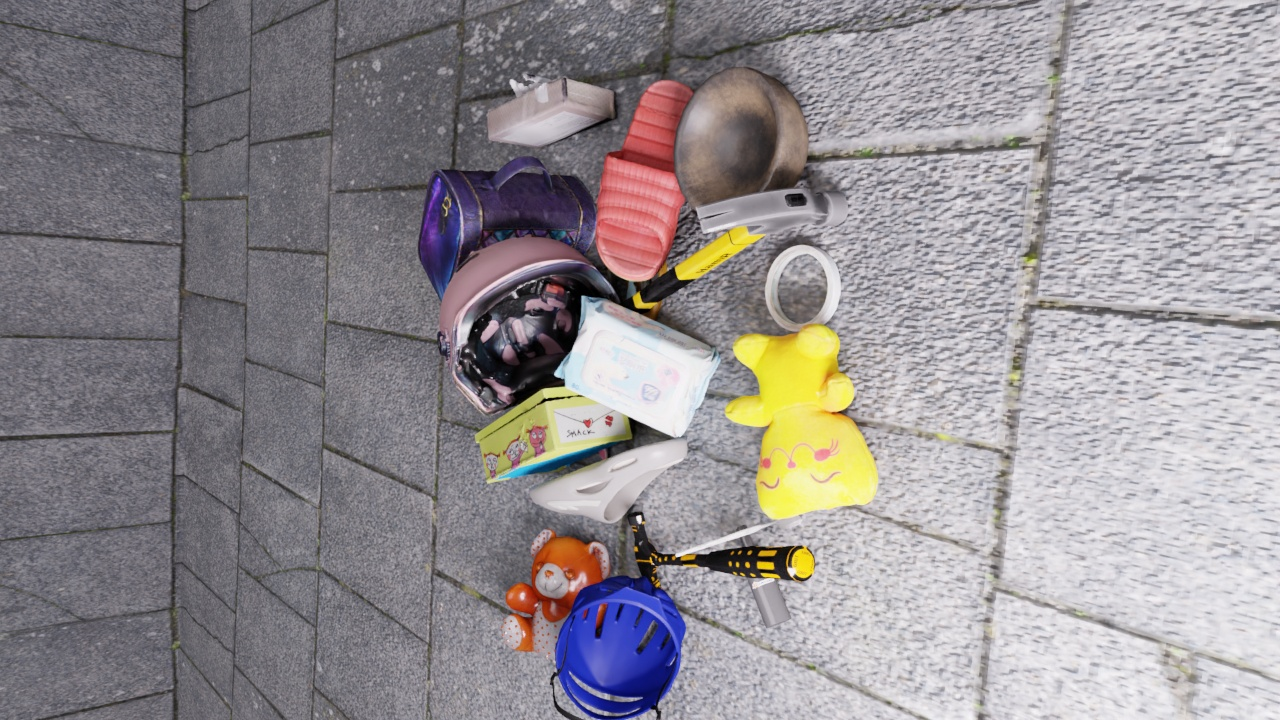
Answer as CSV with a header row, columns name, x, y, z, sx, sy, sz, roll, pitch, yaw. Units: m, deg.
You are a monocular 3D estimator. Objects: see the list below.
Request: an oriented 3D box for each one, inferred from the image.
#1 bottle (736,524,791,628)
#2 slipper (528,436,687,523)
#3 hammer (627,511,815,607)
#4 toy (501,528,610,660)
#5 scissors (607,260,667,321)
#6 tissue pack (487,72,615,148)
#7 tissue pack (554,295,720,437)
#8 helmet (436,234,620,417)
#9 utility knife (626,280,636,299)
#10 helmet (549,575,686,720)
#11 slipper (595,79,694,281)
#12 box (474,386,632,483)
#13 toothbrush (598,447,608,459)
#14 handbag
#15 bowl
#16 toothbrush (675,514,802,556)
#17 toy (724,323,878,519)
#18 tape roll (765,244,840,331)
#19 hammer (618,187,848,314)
name,x,y,z,sx,sy,sz,roll,pitch,yaw
bottle,0.132,0.237,1.018,0.030,0.030,0.113,-40,62,41
slipper,-0.036,0.165,1.164,0.267,0.112,0.080,-25,83,40
hammer,0.082,0.229,1.035,0.321,0.036,0.123,-17,89,58
toy,-0.105,0.322,1.239,0.164,0.092,0.172,7,92,26
scissors,0.010,-0.043,1.164,0.134,0.016,0.227,-25,72,46
tissue pack,-0.128,-0.345,1.251,0.182,0.103,0.071,0,88,49
tissue pack,-0.006,0.006,1.089,0.182,0.069,0.112,24,114,6
helmet,-0.151,-0.063,1.166,0.256,0.230,0.152,81,162,-55
utility knife,-0.026,0.000,1.191,0.030,0.019,0.219,29,116,43
helmet,-0.034,0.365,1.067,0.148,0.227,0.242,19,125,2
slipper,0.008,-0.217,1.073,0.103,0.059,0.248,13,85,6
box,-0.120,0.098,1.216,0.222,0.124,0.082,-28,71,55
toothbrush,-0.063,0.071,1.246,0.022,0.016,0.135,-29,68,54
handbag,-0.184,-0.179,1.246,0.125,0.204,0.223,57,135,31
bowl,0.115,-0.231,1.001,0.162,0.070,0.162,1,91,48
toothbrush,0.104,0.180,0.936,0.010,0.181,0.010,47,128,33
toy,0.164,0.060,0.942,0.135,0.087,0.193,-17,81,29
tape roll,0.173,-0.077,0.982,0.093,0.013,0.093,0,91,49
hammer,0.064,-0.109,1.014,0.325,0.169,0.034,-29,72,54
